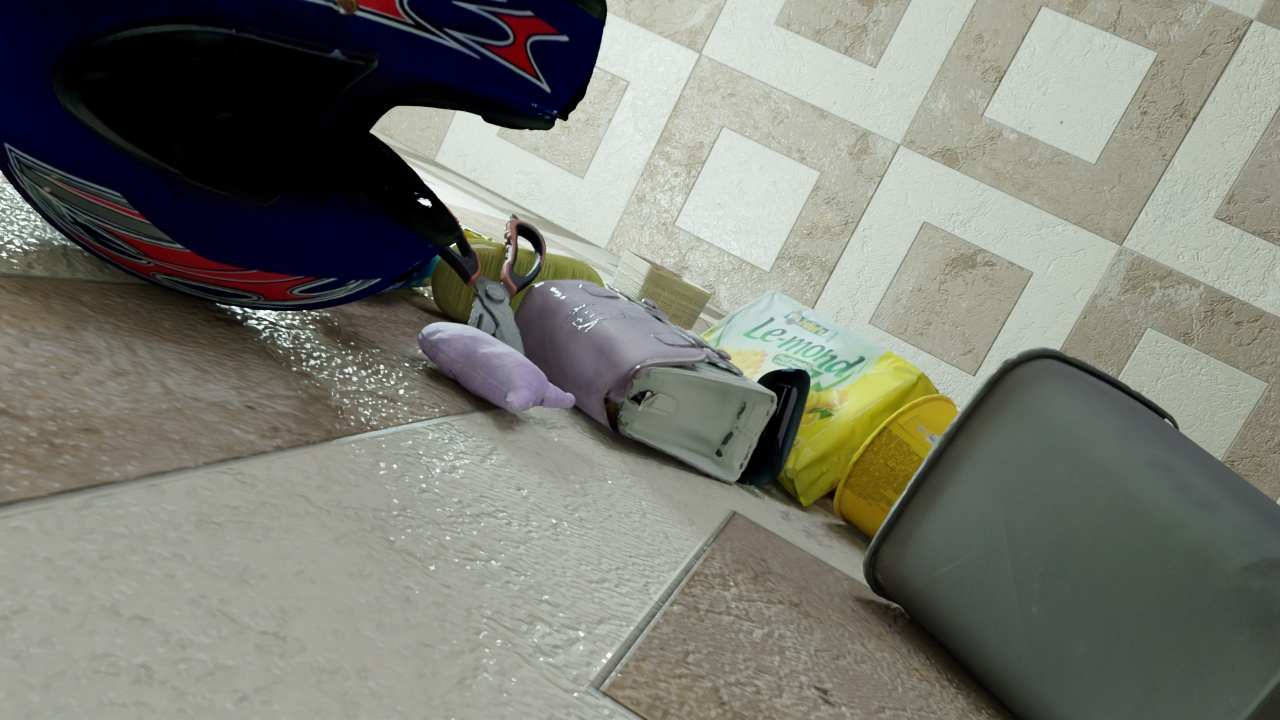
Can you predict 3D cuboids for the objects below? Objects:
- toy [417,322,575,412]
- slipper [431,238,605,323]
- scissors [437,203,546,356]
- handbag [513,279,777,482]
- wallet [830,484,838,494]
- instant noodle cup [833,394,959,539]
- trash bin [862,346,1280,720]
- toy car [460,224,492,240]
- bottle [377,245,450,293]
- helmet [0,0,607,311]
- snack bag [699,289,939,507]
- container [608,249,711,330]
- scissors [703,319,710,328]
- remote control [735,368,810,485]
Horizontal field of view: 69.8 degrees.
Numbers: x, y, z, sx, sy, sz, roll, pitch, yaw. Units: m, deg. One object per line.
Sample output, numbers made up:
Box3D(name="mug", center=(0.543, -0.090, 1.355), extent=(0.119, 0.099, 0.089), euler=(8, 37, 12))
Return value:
Box3D(name="toy", center=(-0.101, 0.004, 0.616), extent=(0.108, 0.039, 0.083), euler=(28, 8, 23))
Box3D(name="slipper", center=(-0.117, -0.068, 0.854), extent=(0.190, 0.092, 0.082), euler=(14, 13, -44))
Box3D(name="scissors", center=(-0.124, -0.066, 0.738), extent=(0.221, 0.015, 0.189), euler=(46, 35, 14))
Box3D(name="handbag", center=(-0.004, 0.004, 0.749), extent=(0.144, 0.098, 0.197), euler=(14, 14, -35))
Box3D(name="wallet", center=(0.177, 0.103, 0.897), extent=(0.131, 0.031, 0.108), euler=(24, 9, -34))
Box3D(name="instant noodle cup", center=(0.243, 0.112, 0.733), extent=(0.138, 0.138, 0.110), euler=(17, 21, -49))
Box3D(name="trash bin", center=(0.288, 0.139, 0.522), extent=(0.198, 0.199, 0.219), euler=(22, 16, -29))
Box3D(name="toy car", center=(-0.142, -0.082, 0.916), extent=(0.155, 0.071, 0.041), euler=(22, 6, -15))
Box3D(name="bottle", center=(-0.212, -0.087, 0.753), extent=(0.065, 0.065, 0.218), euler=(27, 9, 1))
Box3D(name="helmet", center=(-0.197, -0.146, 0.518), extent=(0.315, 0.241, 0.247), euler=(14, 16, -20))
Box3D(name="snack bag", center=(0.135, 0.030, 0.848), extent=(0.246, 0.158, 0.068), euler=(39, -22, 51))
Box3D(name="container", center=(0.008, -0.053, 1.057), extent=(0.090, 0.111, 0.090), euler=(22, 10, -32))
Box3D(name="scissors", center=(0.121, 0.031, 0.987), extent=(0.159, 0.014, 0.180), euler=(43, 29, -19))
Box3D(name="remote control", center=(0.107, 0.047, 0.762), extent=(0.053, 0.136, 0.024), euler=(-2, -50, 27))
